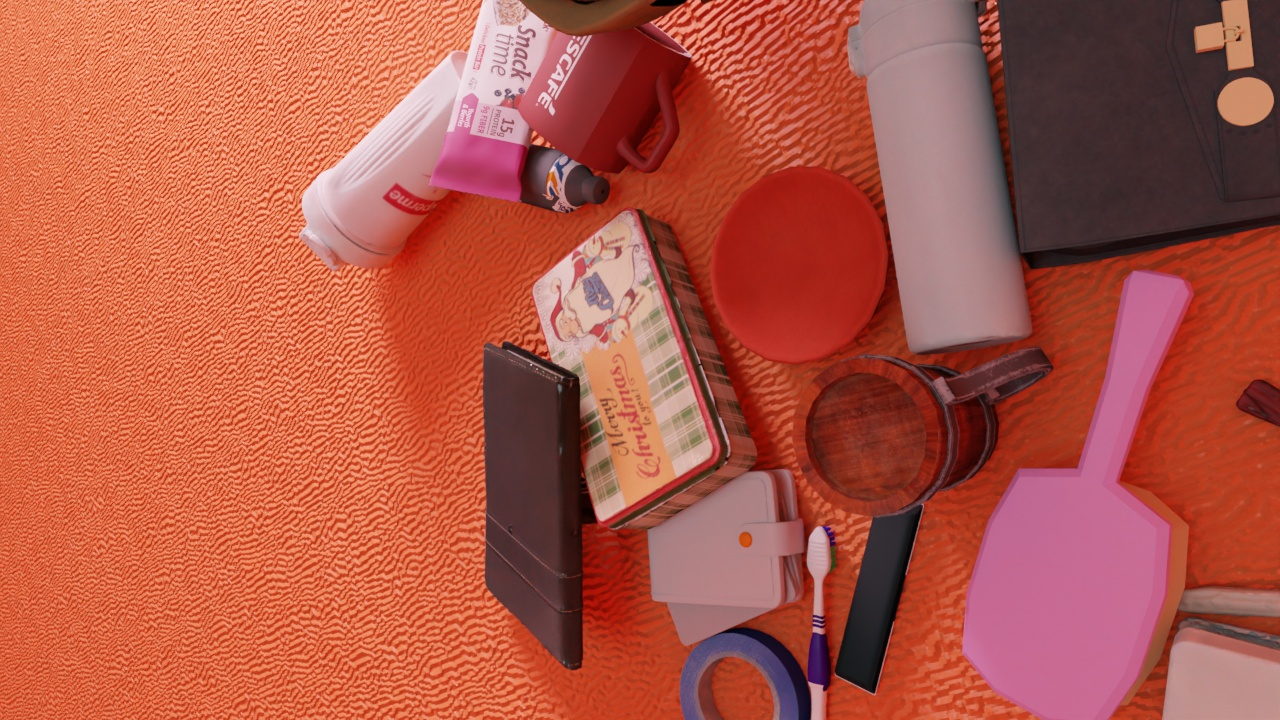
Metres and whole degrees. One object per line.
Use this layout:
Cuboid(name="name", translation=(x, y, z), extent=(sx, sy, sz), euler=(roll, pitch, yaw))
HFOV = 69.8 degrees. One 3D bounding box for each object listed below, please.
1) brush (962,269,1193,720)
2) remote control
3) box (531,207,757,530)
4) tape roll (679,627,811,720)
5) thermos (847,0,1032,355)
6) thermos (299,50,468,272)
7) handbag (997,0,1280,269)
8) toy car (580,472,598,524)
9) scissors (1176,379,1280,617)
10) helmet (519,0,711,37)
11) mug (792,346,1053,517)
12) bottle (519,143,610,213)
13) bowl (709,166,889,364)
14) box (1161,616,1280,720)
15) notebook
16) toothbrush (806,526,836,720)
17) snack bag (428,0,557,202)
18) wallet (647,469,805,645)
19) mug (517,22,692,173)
Cuboid(name="brush", translation=(0.233, 0.069, 0.463), extent=(0.089, 0.043, 0.229), euler=(23, 104, 46))
Cuboid(name="remote control", translation=(0.144, 0.143, 0.561), extent=(0.028, 0.011, 0.124), euler=(18, 101, 37))
Cuboid(name="box", translation=(-0.004, 0.004, 0.633), extent=(0.118, 0.050, 0.205), euler=(-36, 59, 34))
Cuboid(name="tape roll", translation=(0.069, 0.227, 0.616), extent=(0.093, 0.016, 0.091), euler=(-1, 90, 38))
Cuboid(name="thermos", translation=(0.166, -0.109, 0.511), extent=(0.078, 0.065, 0.206), euler=(-10, 84, 25))
Cuboid(name="thermos", translation=(-0.206, -0.164, 0.785), extent=(0.221, 0.099, 0.099), euler=(-37, 68, 27))
Cuboid(name="handbag", translation=(0.281, -0.147, 0.436), extent=(0.196, 0.072, 0.175), euler=(-6, 86, 27))
Cuboid(name="toy car", translation=(-0.045, 0.077, 0.681), extent=(0.037, 0.040, 0.092), euler=(-171, 79, -80))
Cuboid(name="scissors", translation=(0.337, 0.089, 0.409), extent=(0.180, 0.015, 0.198), euler=(-43, 65, 29))
Cuboid(name="helmet", translation=(-0.017, -0.312, 0.521), extent=(0.251, 0.255, 0.232), euler=(-21, 74, 37))
Cuboid(name="mug", translation=(0.156, 0.029, 0.489), extent=(0.118, 0.111, 0.081), euler=(-38, 67, 31))
Cuboid(name="bottle", translation=(-0.071, -0.140, 0.707), extent=(0.112, 0.046, 0.047), euler=(21, 102, 36))
Cuboid(name="bowl", translation=(0.104, -0.058, 0.578), extent=(0.122, 0.035, 0.122), euler=(0, 90, 38))
Cuboid(name="box", translation=(0.335, 0.172, 0.390), extent=(0.199, 0.067, 0.083), euler=(6, 74, 36))
Cuboid(name="notebook", translation=(-0.083, 0.098, 0.685), extent=(0.170, 0.029, 0.209), euler=(20, 110, 61))
Cuboid(name="toothbrush", translation=(0.114, 0.197, 0.582), extent=(0.015, 0.016, 0.186), euler=(2, 94, 38))
Cuboid(name="snack bag", translation=(-0.103, -0.217, 0.700), extent=(0.070, 0.016, 0.196), euler=(12, 77, 2))
Cuboid(name="wallet", translation=(0.054, 0.133, 0.614), extent=(0.119, 0.037, 0.115), euler=(-9, 82, 40))
Cuboid(name="mug", translation=(-0.015, -0.187, 0.645), extent=(0.116, 0.080, 0.097), euler=(44, 116, 22))
